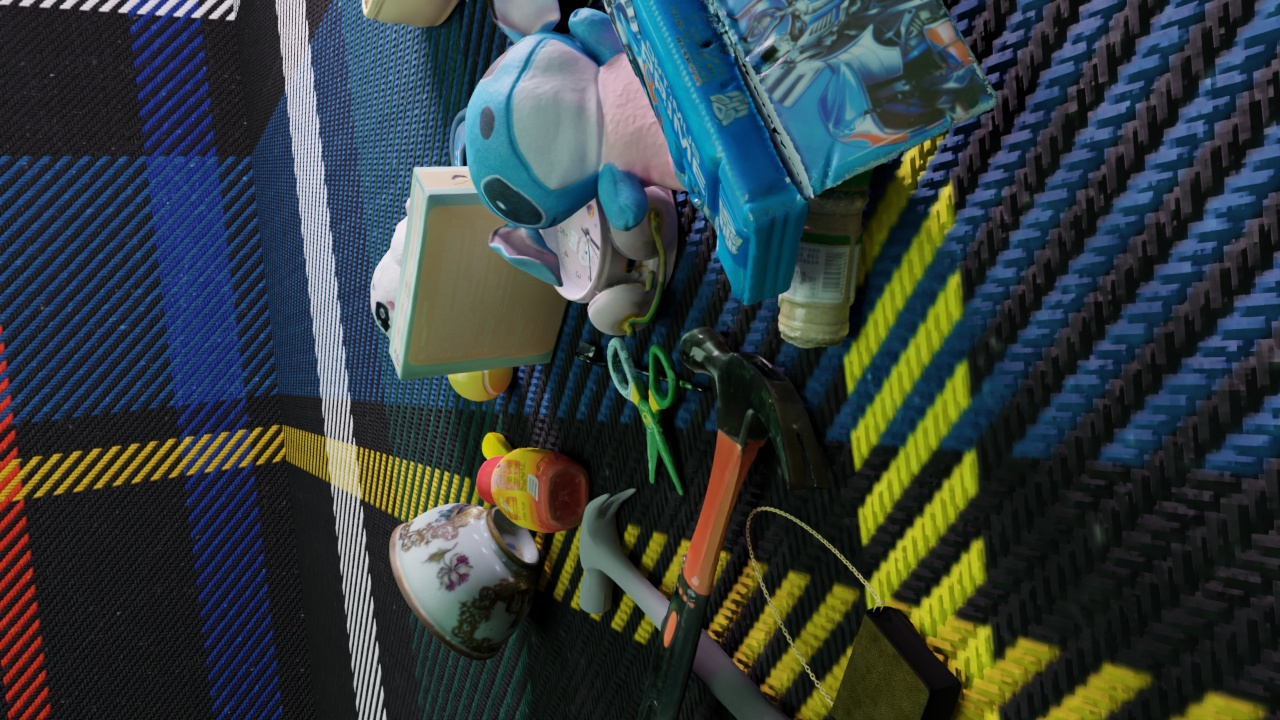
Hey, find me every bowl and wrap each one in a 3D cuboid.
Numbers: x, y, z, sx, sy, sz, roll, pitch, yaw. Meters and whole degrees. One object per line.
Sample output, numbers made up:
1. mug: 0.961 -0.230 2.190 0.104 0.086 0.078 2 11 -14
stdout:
1. bowl: -0.157 0.201 0.906 0.094 0.160 0.159 -38 52 9

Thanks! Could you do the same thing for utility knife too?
1. utility knife: -0.118 0.119 0.914 0.174 0.020 0.029 39 114 52

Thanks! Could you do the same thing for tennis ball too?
1. tennis ball: -0.161 0.008 0.919 0.065 0.065 0.065 21 114 58

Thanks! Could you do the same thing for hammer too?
1. hammer: 0.035 0.195 0.649 0.311 0.029 0.125 33 125 53
2. hammer: 0.033 0.155 0.593 0.133 0.033 0.334 39 121 51

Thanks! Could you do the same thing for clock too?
1. clock: -0.019 -0.084 0.651 0.158 0.058 0.117 51 138 43

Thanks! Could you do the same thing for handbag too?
1. handbag: -0.229 -0.437 0.937 0.233 0.088 0.190 137 126 -59
2. handbag: 0.107 0.145 0.520 0.178 0.027 0.084 -131 45 -53

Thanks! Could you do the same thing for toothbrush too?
1. toothbrush: -0.004 0.004 0.692 0.188 0.014 0.017 15 92 58

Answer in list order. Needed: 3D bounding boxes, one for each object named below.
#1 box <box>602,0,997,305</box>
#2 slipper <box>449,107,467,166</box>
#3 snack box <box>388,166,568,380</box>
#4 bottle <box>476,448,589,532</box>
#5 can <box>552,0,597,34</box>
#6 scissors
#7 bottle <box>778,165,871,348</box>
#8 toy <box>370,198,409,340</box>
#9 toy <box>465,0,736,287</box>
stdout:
1. box: 0.055 -0.168 0.445 0.114 0.113 0.243 80 169 -70
2. slipper: -0.140 -0.164 0.853 0.213 0.059 0.104 48 138 45
3. snack box: -0.124 -0.069 0.758 0.044 0.141 0.194 59 143 36
4. bottle: -0.101 0.116 0.835 0.134 0.048 0.071 1 93 53
5. can: -0.092 -0.311 0.710 0.146 0.080 0.080 51 138 44
6. scissors: 0.003 0.038 0.670 0.112 0.012 0.131 40 139 44
7. bottle: 0.095 -0.062 0.472 0.043 0.042 0.110 33 126 54
8. toy: -0.242 -0.092 0.998 0.138 0.101 0.180 -116 29 -42
9. toy: -0.026 -0.160 0.561 0.192 0.098 0.224 -6 82 25
